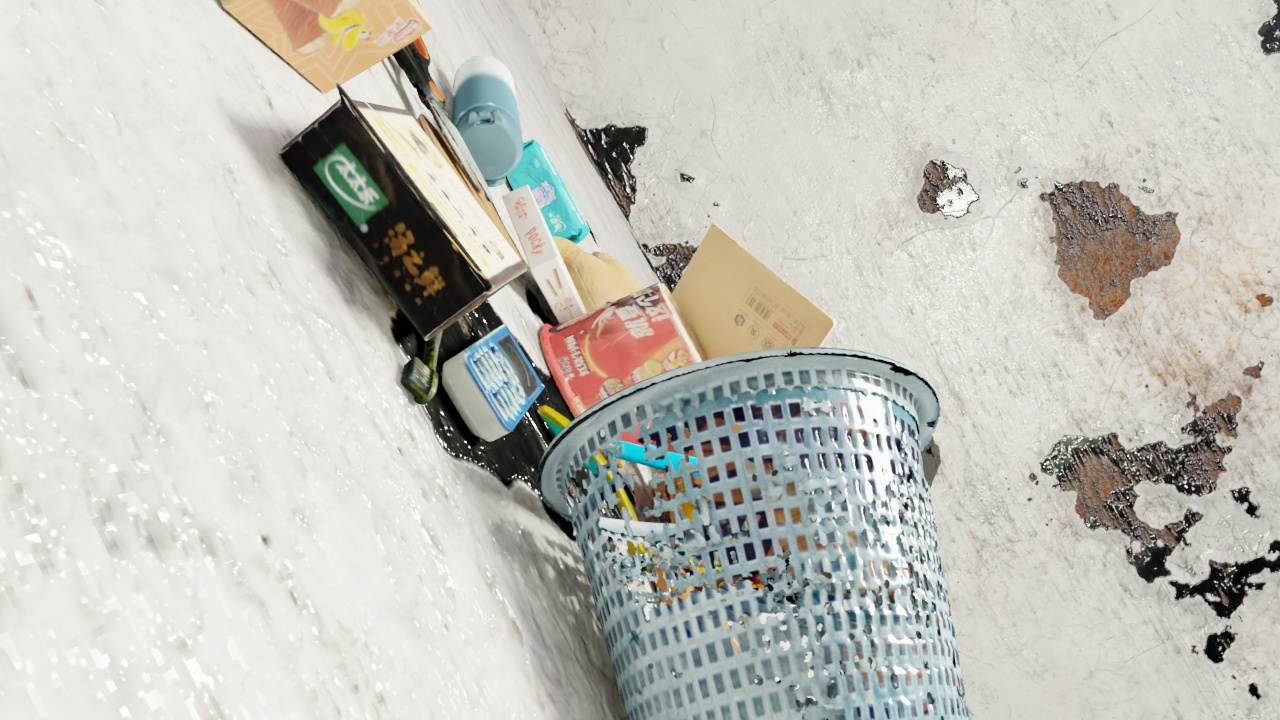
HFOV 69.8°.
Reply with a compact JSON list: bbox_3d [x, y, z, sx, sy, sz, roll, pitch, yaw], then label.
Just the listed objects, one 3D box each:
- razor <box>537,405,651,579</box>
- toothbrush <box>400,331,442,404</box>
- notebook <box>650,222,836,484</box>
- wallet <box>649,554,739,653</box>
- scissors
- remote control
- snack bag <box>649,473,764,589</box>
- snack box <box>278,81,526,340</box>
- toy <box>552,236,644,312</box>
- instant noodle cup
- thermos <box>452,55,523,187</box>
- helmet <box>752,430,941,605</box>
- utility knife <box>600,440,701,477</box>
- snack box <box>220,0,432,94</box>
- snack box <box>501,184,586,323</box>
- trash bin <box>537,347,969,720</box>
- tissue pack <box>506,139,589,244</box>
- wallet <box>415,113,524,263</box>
[{"bbox_3d":[-0.029,0.085,0.623,0.132,0.028,0.043,59,10,-2],"label":"razor"},{"bbox_3d":[-0.114,-0.028,0.501,0.017,0.012,0.185,46,13,-26],"label":"toothbrush"},{"bbox_3d":[0.064,0.005,0.815,0.148,0.208,0.008,44,29,27],"label":"notebook"},{"bbox_3d":[0.053,0.217,0.676,0.108,0.031,0.131,52,12,-47],"label":"wallet"},{"bbox_3d":[-0.182,-0.223,0.723,0.161,0.022,0.233,42,19,-51],"label":"scissors"},{"bbox_3d":[-0.083,0.011,0.523,0.049,0.024,0.124,61,8,-7],"label":"remote control"},{"bbox_3d":[0.057,0.146,0.779,0.128,0.073,0.208,50,-9,5],"label":"snack bag"},{"bbox_3d":[-0.114,-0.075,0.466,0.113,0.053,0.125,53,11,-8],"label":"snack box"},{"bbox_3d":[-0.029,-0.055,0.989,0.226,0.082,0.143,45,14,-55],"label":"toy"},{"bbox_3d":[-0.005,0.004,0.770,0.138,0.109,0.137,59,7,-13],"label":"instant noodle cup"},{"bbox_3d":[-0.147,-0.231,0.871,0.070,0.070,0.220,57,9,-32],"label":"thermos"},{"bbox_3d":[0.158,0.139,0.952,0.275,0.229,0.234,66,-19,-14],"label":"helmet"},{"bbox_3d":[0.000,0.073,0.719,0.203,0.034,0.018,21,79,-55],"label":"utility knife"},{"bbox_3d":[-0.182,-0.222,0.504,0.092,0.077,0.094,63,7,16],"label":"snack box"},{"bbox_3d":[-0.076,-0.075,0.813,0.157,0.027,0.084,67,-1,-61],"label":"snack box"},{"bbox_3d":[0.068,0.133,0.470,0.226,0.227,0.194,51,25,-55],"label":"trash bin"},{"bbox_3d":[-0.105,-0.179,1.021,0.133,0.050,0.093,61,5,-6],"label":"tissue pack"},{"bbox_3d":[-0.136,-0.130,0.726,0.101,0.020,0.115,52,9,-51],"label":"wallet"}]
